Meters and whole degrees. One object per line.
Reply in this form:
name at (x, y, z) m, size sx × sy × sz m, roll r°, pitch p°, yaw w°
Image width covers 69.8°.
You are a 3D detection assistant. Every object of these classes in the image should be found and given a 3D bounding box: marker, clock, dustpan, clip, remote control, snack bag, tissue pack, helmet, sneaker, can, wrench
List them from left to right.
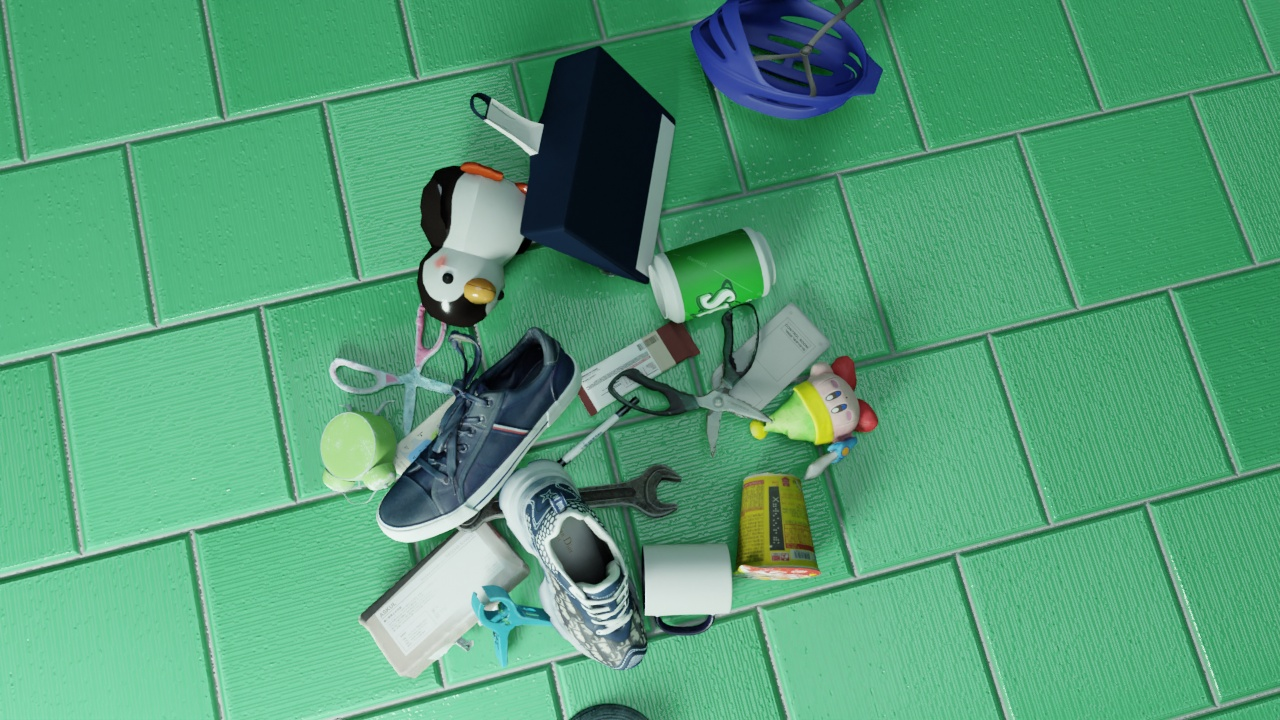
clock at (-0.328, 0.107, 1.069) m, size 0.094 × 0.042 × 0.119 m, roll -7°, pitch 83°, yaw 22°
remote control at (-0.248, 0.087, 1.099) m, size 0.125 × 0.018 × 0.038 m, roll -42°, pitch 96°, yaw -9°
tissue pack at (-0.217, 0.273, 1.049) m, size 0.181 × 0.071 × 0.104 m, roll -42°, pitch 68°, yaw -13°
sneaker at (-0.198, 0.070, 1.036) m, size 0.121 × 0.127 × 0.294 m, roll 32°, pitch 72°, yaw 37°
clip at (-0.157, 0.292, 1.023) m, size 0.097 × 0.116 × 0.026 m, roll -40°, pitch 45°, yaw -10°
wrench at (-0.083, 0.163, 1.070) m, size 0.273 × 0.010 × 0.070 m, roll -5°, pitch 53°, yaw -10°
dustpan at (-0.079, -0.245, 1.087) m, size 0.080 × 0.273 × 0.236 m, roll -2°, pitch 71°, yaw 35°
marker at (-0.060, 0.094, 1.112) m, size 0.152 × 0.011 × 0.011 m, roll -40°, pitch 83°, yaw -9°
sneaker at (-0.053, 0.238, 0.988) m, size 0.103 × 0.132 × 0.269 m, roll -31°, pitch 109°, yaw -18°
snack bag at (-0.007, 0.007, 1.129) m, size 0.158 × 0.013 × 0.057 m, roll -31°, pitch 80°, yaw -8°
can at (0.087, -0.104, 1.117) m, size 0.140 × 0.088 × 0.087 m, roll -18°, pitch 80°, yaw -6°
remote control at (0.158, 0.002, 1.134) m, size 0.151 × 0.019 × 0.074 m, roll -41°, pitch 83°, yaw -10°
helmet at (0.185, -0.397, 1.107) m, size 0.241 × 0.228 × 0.147 m, roll 23°, pitch 69°, yaw 1°

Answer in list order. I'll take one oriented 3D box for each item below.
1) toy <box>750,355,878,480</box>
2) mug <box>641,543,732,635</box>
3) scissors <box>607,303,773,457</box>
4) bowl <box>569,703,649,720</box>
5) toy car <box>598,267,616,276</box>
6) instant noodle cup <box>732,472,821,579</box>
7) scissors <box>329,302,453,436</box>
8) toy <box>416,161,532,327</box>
toy at (0.209, 0.071, 1.103) m, size 0.131 × 0.097 × 0.124 m, roll -19°, pitch 86°, yaw -25°
mug at (0.051, 0.266, 1.056) m, size 0.097 × 0.078 × 0.112 m, roll -1°, pitch 107°, yaw -3°
scissors at (0.075, 0.010, 1.112) m, size 0.202 × 0.015 × 0.205 m, roll 19°, pitch 73°, yaw 8°
bowl at (-0.035, 0.457, 1.019) m, size 0.137 × 0.057 × 0.137 m, roll 0°, pitch 79°, yaw -3°
toy car at (-0.036, -0.147, 1.150) m, size 0.038 × 0.027 × 0.089 m, roll 0°, pitch 80°, yaw -8°
instant noodle cup at (0.156, 0.193, 1.066) m, size 0.100 × 0.100 × 0.112 m, roll 1°, pitch 68°, yaw -2°
scissors at (-0.293, 0.009, 1.118) m, size 0.177 × 0.013 × 0.170 m, roll 4°, pitch 83°, yaw -4°
toy at (-0.212, -0.133, 1.102) m, size 0.140 × 0.159 × 0.184 m, roll 12°, pitch 87°, yaw 43°
